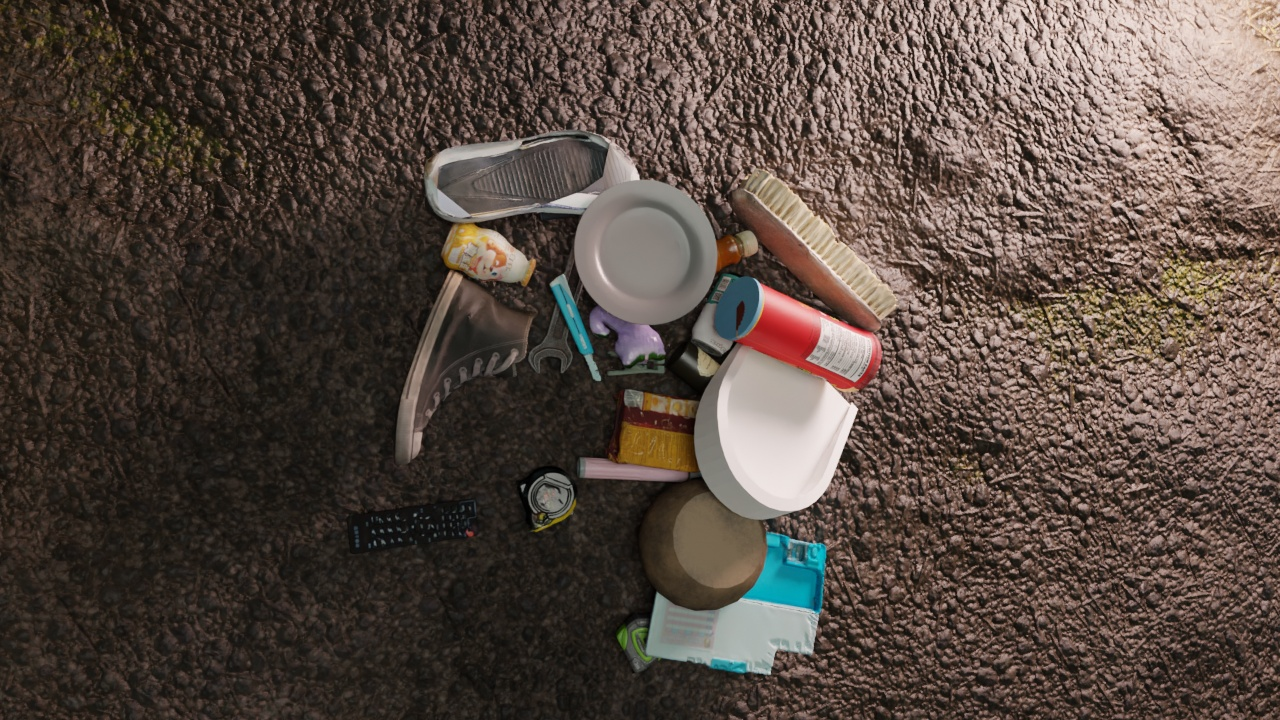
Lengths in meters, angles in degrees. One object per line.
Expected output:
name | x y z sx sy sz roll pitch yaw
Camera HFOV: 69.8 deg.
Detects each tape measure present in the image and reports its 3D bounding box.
tape measure | -0.114 0.166 1.128 0.072 0.042 0.071 -18 92 -10
tape measure | 0.003 0.351 1.157 0.058 0.036 0.065 -23 94 -5

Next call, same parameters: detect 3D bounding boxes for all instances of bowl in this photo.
bowl | 0.083 0.222 1.121 0.162 0.070 0.162 5 72 -16

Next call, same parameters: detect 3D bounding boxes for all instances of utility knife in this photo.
utility knife | -0.077 -0.039 1.144 0.022 0.015 0.141 -25 98 -10

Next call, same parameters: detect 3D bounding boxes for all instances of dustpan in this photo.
dustpan | 0.173 0.076 1.141 0.191 0.053 0.256 45 54 -9

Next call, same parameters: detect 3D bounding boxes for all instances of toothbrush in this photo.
toothbrush | 0.029 0.141 1.172 0.222 0.027 0.026 4 84 -15

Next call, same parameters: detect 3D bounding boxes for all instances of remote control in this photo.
remote control | -0.272 0.197 1.098 0.150 0.022 0.047 -5 90 -16

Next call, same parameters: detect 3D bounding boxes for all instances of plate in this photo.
plate | 0.007 -0.131 1.118 0.178 0.012 0.178 1 85 -13

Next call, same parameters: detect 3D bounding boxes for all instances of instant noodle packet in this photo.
instant noodle packet | 0.026 0.090 1.156 0.135 0.040 0.098 9 67 -13

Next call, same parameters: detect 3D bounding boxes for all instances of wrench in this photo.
wrench | -0.082 -0.112 1.157 0.070 0.010 0.273 17 85 -13

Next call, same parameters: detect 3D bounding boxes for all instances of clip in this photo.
clip | -0.007 0.005 1.168 0.075 0.023 0.037 3 86 -16

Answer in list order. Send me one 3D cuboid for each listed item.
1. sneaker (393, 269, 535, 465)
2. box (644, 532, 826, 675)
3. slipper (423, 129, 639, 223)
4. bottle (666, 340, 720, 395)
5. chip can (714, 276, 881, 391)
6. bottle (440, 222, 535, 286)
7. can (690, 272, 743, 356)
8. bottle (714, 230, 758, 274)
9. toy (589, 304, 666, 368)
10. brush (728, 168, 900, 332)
sneaker | -0.214 0.023 1.083 0.120 0.095 0.234 23 76 -13
box | 0.123 0.303 1.166 0.226 0.039 0.181 14 72 -14
slipper | -0.132 -0.217 1.117 0.263 0.063 0.111 -12 84 -22
bottle | 0.118 0.047 1.186 0.184 0.045 0.045 39 80 -10
chip can | 0.201 -0.031 1.158 0.213 0.087 0.087 21 83 -31
bottle | -0.182 -0.125 1.105 0.109 0.063 0.063 21 84 -13
can | 0.108 -0.060 1.181 0.055 0.055 0.101 30 82 -12
bottle | 0.071 -0.125 1.171 0.167 0.059 0.059 -22 94 -14
toy | -0.018 -0.035 1.149 0.080 0.037 0.099 -17 68 -19
brush | 0.226 -0.140 1.198 0.271 0.083 0.056 42 79 -9
